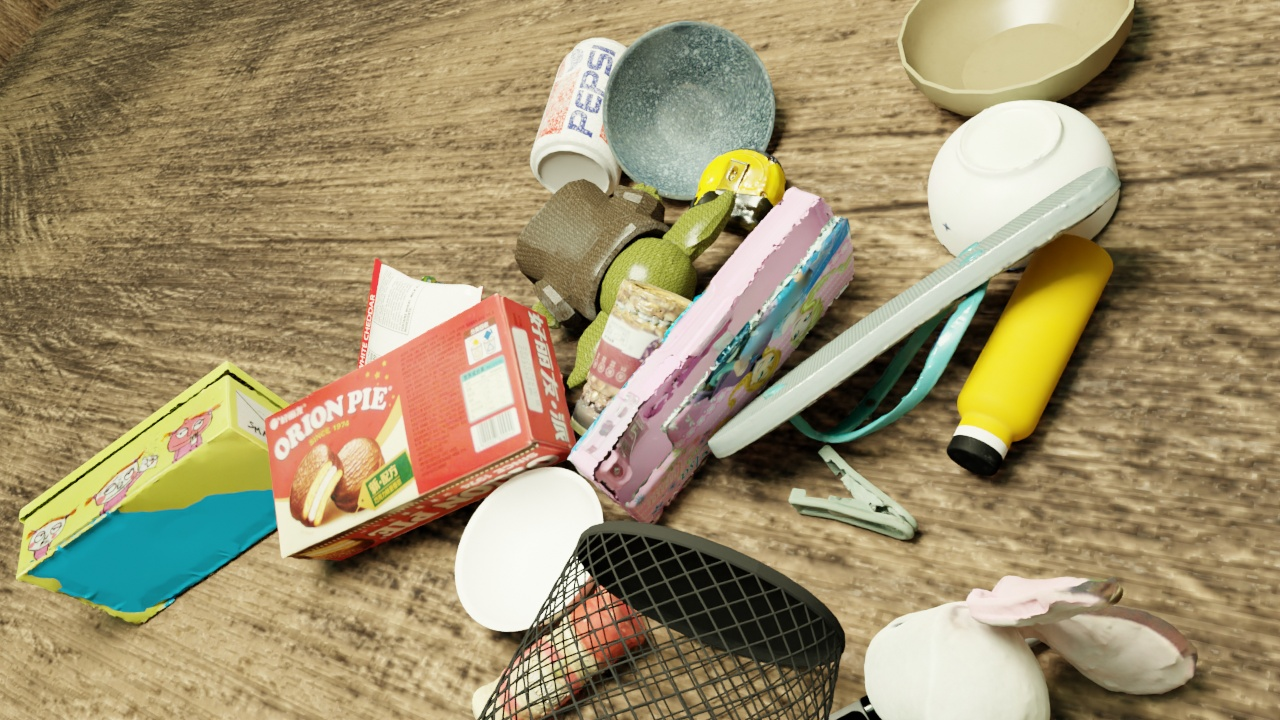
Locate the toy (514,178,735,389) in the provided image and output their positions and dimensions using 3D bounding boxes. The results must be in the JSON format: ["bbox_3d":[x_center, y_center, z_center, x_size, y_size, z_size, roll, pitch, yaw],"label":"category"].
[{"bbox_3d":[-0.023,-0.073,0.693,0.153,0.078,0.179,36,85,36],"label":"toy"}]

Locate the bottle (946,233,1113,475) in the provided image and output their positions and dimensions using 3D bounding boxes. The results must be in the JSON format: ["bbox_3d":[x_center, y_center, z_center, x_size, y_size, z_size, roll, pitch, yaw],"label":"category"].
[{"bbox_3d":[0.216,-0.003,0.516,0.043,0.043,0.143,20,70,40],"label":"bottle"}]

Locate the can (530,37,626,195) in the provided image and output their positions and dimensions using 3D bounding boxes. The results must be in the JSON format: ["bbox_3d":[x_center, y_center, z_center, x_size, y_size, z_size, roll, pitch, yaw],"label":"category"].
[{"bbox_3d":[-0.045,-0.212,0.808,0.078,0.078,0.135,-6,55,28],"label":"can"}]

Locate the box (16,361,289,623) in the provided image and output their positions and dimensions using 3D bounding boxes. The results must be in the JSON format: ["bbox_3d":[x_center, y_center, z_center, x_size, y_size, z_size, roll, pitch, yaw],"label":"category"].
[{"bbox_3d":[-0.378,0.114,0.751,0.221,0.124,0.080,-34,46,9],"label":"box"}]

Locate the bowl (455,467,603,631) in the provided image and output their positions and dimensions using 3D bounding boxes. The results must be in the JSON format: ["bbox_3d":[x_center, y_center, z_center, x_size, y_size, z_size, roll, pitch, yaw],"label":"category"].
[{"bbox_3d":[-0.063,0.128,0.597,0.110,0.040,0.109,-17,51,21],"label":"bowl"}]

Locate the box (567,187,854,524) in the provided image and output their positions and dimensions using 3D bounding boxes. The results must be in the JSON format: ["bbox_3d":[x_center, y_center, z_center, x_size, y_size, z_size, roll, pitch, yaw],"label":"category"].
[{"bbox_3d":[0.058,0.002,0.584,0.230,0.084,0.053,-50,46,-9],"label":"box"}]

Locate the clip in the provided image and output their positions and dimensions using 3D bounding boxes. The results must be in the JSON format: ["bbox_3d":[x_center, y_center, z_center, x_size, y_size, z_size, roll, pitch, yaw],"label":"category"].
[{"bbox_3d":[0.125,0.082,0.527,0.076,0.023,0.059,24,75,43],"label":"clip"}]

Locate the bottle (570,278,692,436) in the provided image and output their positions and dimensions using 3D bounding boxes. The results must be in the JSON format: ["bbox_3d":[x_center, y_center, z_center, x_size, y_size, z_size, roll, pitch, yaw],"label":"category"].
[{"bbox_3d":[-0.004,0.004,0.612,0.056,0.056,0.105,31,105,42],"label":"bottle"}]

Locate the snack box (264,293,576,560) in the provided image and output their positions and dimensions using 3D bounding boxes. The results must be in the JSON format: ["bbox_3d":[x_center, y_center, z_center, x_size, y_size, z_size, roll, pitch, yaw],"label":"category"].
[{"bbox_3d":[-0.166,0.055,0.665,0.237,0.060,0.113,-26,67,22],"label":"snack box"}]

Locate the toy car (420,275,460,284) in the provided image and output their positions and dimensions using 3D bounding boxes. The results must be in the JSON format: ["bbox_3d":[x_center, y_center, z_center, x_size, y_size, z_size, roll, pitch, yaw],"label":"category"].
[{"bbox_3d":[-0.155,-0.043,0.780,0.091,0.042,0.036,41,108,38],"label":"toy car"}]

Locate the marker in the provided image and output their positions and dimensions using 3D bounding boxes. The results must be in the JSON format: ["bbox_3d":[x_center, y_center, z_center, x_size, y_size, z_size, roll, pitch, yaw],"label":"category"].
[{"bbox_3d":[0.150,0.158,0.460,0.140,0.016,0.016,-31,47,9],"label":"marker"}]

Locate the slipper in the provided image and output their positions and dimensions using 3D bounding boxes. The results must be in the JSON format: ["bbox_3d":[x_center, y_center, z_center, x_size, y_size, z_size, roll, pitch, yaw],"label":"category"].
[{"bbox_3d":[0.160,-0.013,0.538,0.269,0.055,0.098,-37,2,15],"label":"slipper"}]

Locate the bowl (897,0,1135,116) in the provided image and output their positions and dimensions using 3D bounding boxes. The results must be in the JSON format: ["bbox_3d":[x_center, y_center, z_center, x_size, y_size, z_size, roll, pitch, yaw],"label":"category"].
[{"bbox_3d":[0.263,-0.224,0.643,0.153,0.050,0.152,-17,51,21],"label":"bowl"}]

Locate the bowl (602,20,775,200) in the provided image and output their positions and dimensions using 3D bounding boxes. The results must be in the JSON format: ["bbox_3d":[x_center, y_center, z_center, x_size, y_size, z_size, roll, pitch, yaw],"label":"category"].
[{"bbox_3d":[0.039,-0.200,0.748,0.137,0.137,0.057,-32,7,8],"label":"bowl"}]

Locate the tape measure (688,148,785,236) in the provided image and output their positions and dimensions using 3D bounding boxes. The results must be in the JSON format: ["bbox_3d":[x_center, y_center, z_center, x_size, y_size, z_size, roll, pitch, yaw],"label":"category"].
[{"bbox_3d":[0.075,-0.131,0.697,0.066,0.037,0.064,23,82,34],"label":"tape measure"}]

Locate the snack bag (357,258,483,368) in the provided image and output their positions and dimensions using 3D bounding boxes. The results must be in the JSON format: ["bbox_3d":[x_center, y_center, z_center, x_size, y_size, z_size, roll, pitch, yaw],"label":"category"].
[{"bbox_3d":[-0.190,-0.009,0.755,0.144,0.039,0.131,16,98,38],"label":"snack bag"}]

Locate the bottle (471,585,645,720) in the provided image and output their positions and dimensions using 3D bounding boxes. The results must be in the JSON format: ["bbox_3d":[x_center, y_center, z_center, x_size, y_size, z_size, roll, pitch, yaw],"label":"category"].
[{"bbox_3d":[-0.049,0.183,0.548,0.109,0.044,0.044,-40,46,2],"label":"bottle"}]

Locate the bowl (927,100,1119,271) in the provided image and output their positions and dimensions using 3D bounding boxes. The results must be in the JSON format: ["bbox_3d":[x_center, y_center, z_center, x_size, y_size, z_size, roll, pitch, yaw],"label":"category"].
[{"bbox_3d":[0.235,-0.119,0.576,0.114,0.063,0.113,-17,50,21],"label":"bowl"}]

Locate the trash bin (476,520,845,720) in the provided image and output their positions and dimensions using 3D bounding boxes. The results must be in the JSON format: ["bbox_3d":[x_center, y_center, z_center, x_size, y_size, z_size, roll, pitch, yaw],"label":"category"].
[{"bbox_3d":[-0.004,0.202,0.422,0.184,0.184,0.209,4,55,34],"label":"trash bin"}]

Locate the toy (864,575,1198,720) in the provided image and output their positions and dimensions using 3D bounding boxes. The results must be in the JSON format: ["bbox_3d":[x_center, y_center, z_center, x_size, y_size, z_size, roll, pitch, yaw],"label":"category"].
[{"bbox_3d":[0.138,0.175,0.412,0.205,0.131,0.106,-59,34,1],"label":"toy"}]
